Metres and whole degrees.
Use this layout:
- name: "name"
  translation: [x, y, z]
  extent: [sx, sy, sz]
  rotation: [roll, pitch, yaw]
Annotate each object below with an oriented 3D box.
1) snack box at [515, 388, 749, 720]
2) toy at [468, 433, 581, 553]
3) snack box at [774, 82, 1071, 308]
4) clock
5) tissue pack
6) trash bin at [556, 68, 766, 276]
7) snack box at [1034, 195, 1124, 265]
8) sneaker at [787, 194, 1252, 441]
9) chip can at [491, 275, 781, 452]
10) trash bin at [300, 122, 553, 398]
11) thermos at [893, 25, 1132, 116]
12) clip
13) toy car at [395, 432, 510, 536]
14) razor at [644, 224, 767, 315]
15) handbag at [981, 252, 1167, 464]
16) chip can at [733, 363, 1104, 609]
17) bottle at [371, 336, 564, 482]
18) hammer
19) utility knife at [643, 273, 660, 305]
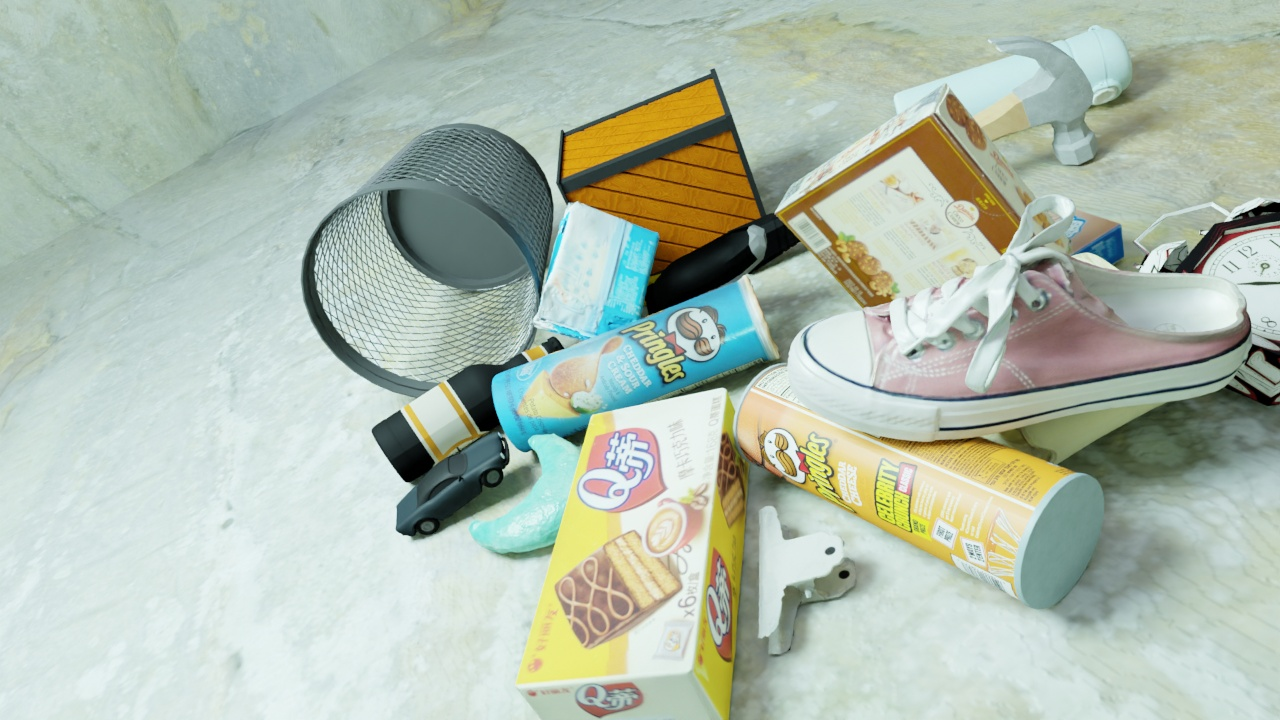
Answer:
- name: "snack box"
  translation: [0.005, 0.122, 0.590]
  extent: [0.110, 0.062, 0.229]
  rotation: [-13, 35, 20]
- name: "toy"
  translation: [-0.076, 0.103, 0.695]
  extent: [0.085, 0.033, 0.105]
  rotation: [11, 56, 37]
- name: "snack box"
  translation: [0.196, -0.096, 0.648]
  extent: [0.147, 0.143, 0.041]
  rotation: [-29, 21, 49]
- name: "clock"
  translation: [0.373, -0.040, 0.559]
  extent: [0.114, 0.065, 0.154]
  rotation: [-27, 48, 0]
- name: "tissue pack"
  translation: [-0.041, -0.073, 0.830]
  extent: [0.062, 0.093, 0.144]
  rotation: [125, 161, -53]
- name: "trash bin"
  translation: [0.024, -0.178, 0.929]
  extent: [0.172, 0.140, 0.139]
  rotation: [-19, 33, 10]
- name: "snack box"
  translation: [0.289, -0.095, 0.728]
  extent: [0.087, 0.034, 0.151]
  rotation: [-31, 33, -8]
- name: "sneaker"
  translation: [0.196, -0.021, 0.497]
  extent: [0.241, 0.088, 0.118]
  rotation: [-7, 41, 16]
- name: "chip can"
  translation: [-0.004, 0.004, 0.753]
  extent: [0.230, 0.080, 0.079]
  rotation: [-21, 33, 9]
- name: "trash bin"
  translation: [-0.195, -0.114, 0.930]
  extent: [0.218, 0.218, 0.226]
  rotation: [-17, 29, 13]
- name: "thermos"
  translation: [0.355, -0.258, 0.885]
  extent: [0.207, 0.065, 0.077]
  rotation: [-14, 57, 18]
- name: "clip"
  translation: [0.102, 0.132, 0.559]
  extent: [0.058, 0.050, 0.101]
  rotation: [-8, 37, 14]
- name: "toy car"
  translation: [-0.153, 0.100, 0.742]
  extent: [0.112, 0.034, 0.046]
  rotation: [-37, 31, 10]
- name: "razor"
  translation: [0.054, -0.071, 0.790]
  extent: [0.157, 0.060, 0.057]
  rotation: [138, 135, -56]
- name: "handbag"
  translation: [0.261, 0.001, 0.568]
  extent: [0.119, 0.081, 0.111]
  rotation: [-26, 38, -2]
- name: "chip can"
  translation: [0.155, 0.066, 0.554]
  extent: [0.075, 0.075, 0.215]
  rotation: [-39, 35, -20]
- name: "bottle"
  translation: [-0.146, 0.035, 0.820]
  extent: [0.181, 0.059, 0.059]
  rotation: [-34, 33, -12]
- name: "hammer"
  translation: [0.232, -0.169, 0.820]
  extent: [0.329, 0.131, 0.039]
  rotation: [-26, 31, 17]
- name: "utility knife"
  translation: [0.001, -0.068, 0.897]
  extent: [0.179, 0.030, 0.017]
  rotation: [-14, -1, 15]
